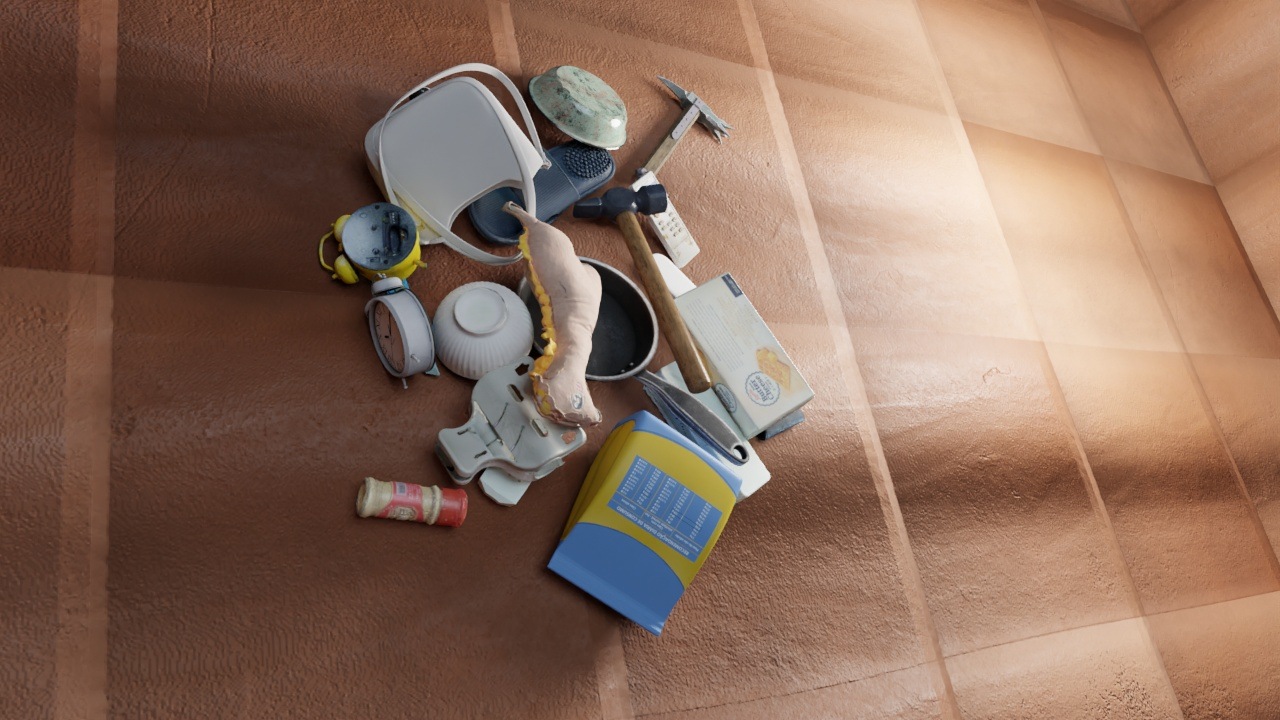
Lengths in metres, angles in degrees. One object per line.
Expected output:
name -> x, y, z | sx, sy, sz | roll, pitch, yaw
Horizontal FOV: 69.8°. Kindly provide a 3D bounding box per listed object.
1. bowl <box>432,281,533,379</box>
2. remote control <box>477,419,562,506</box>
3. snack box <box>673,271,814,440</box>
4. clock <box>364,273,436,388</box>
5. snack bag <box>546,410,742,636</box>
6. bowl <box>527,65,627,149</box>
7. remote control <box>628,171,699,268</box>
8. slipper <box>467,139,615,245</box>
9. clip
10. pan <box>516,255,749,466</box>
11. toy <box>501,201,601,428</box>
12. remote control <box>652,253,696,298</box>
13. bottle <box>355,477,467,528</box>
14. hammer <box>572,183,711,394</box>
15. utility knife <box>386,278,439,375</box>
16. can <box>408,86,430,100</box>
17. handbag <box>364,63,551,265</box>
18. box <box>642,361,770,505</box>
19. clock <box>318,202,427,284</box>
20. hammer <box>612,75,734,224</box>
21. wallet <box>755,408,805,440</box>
bowl -> -0.180, -0.043, 1.043 | 0.118, 0.062, 0.118 | 2, 66, -6
remote control -> -0.132, 0.104, 1.049 | 0.049, 0.024, 0.143 | 37, 53, -6
snack box -> 0.127, -0.006, 1.222 | 0.104, 0.058, 0.208 | -29, 78, -26
clock -> -0.264, -0.038, 0.994 | 0.035, 0.095, 0.122 | -21, 73, -35
snack bag -> 0.003, 0.186, 1.053 | 0.159, 0.102, 0.204 | 35, 63, -13
bowl -> -0.079, -0.362, 1.282 | 0.157, 0.039, 0.157 | 24, 38, -20
remote control -> 0.035, -0.199, 1.298 | 0.050, 0.011, 0.136 | -45, 109, -39
slipper -> -0.117, -0.243, 1.201 | 0.101, 0.083, 0.262 | 49, 50, 1
clip -> -0.152, 0.083, 1.009 | 0.152, 0.097, 0.126 | -33, 73, -15
pan -> -0.006, 0.007, 1.127 | 0.357, 0.055, 0.186 | 46, 49, 8
toy -> -0.105, -0.049, 1.031 | 0.196, 0.065, 0.263 | 38, 37, -24
remote control -> 0.059, -0.095, 1.281 | 0.136, 0.013, 0.043 | 45, 51, -6
bottle -> -0.236, 0.147, 0.950 | 0.109, 0.044, 0.044 | 12, 61, -27
hammer -> 0.018, -0.095, 1.169 | 0.129, 0.040, 0.321 | -12, 61, -20
utility knife -> -0.269, -0.061, 1.053 | 0.031, 0.015, 0.178 | -19, 78, -26
can -> -0.271, -0.305, 1.165 | 0.031, 0.032, 0.080 | -4, 69, -34
handbag -> -0.198, -0.221, 1.099 | 0.215, 0.096, 0.222 | -36, 94, -11
box -> 0.089, 0.089, 1.186 | 0.083, 0.066, 0.199 | -33, 84, -21
clock -> -0.302, -0.129, 1.031 | 0.118, 0.057, 0.083 | -5, 73, -7
hammer -> 0.024, -0.304, 1.356 | 0.147, 0.028, 0.315 | 40, 51, -10
wallet -> 0.173, 0.047, 1.274 | 0.089, 0.026, 0.115 | -21, 79, -40
